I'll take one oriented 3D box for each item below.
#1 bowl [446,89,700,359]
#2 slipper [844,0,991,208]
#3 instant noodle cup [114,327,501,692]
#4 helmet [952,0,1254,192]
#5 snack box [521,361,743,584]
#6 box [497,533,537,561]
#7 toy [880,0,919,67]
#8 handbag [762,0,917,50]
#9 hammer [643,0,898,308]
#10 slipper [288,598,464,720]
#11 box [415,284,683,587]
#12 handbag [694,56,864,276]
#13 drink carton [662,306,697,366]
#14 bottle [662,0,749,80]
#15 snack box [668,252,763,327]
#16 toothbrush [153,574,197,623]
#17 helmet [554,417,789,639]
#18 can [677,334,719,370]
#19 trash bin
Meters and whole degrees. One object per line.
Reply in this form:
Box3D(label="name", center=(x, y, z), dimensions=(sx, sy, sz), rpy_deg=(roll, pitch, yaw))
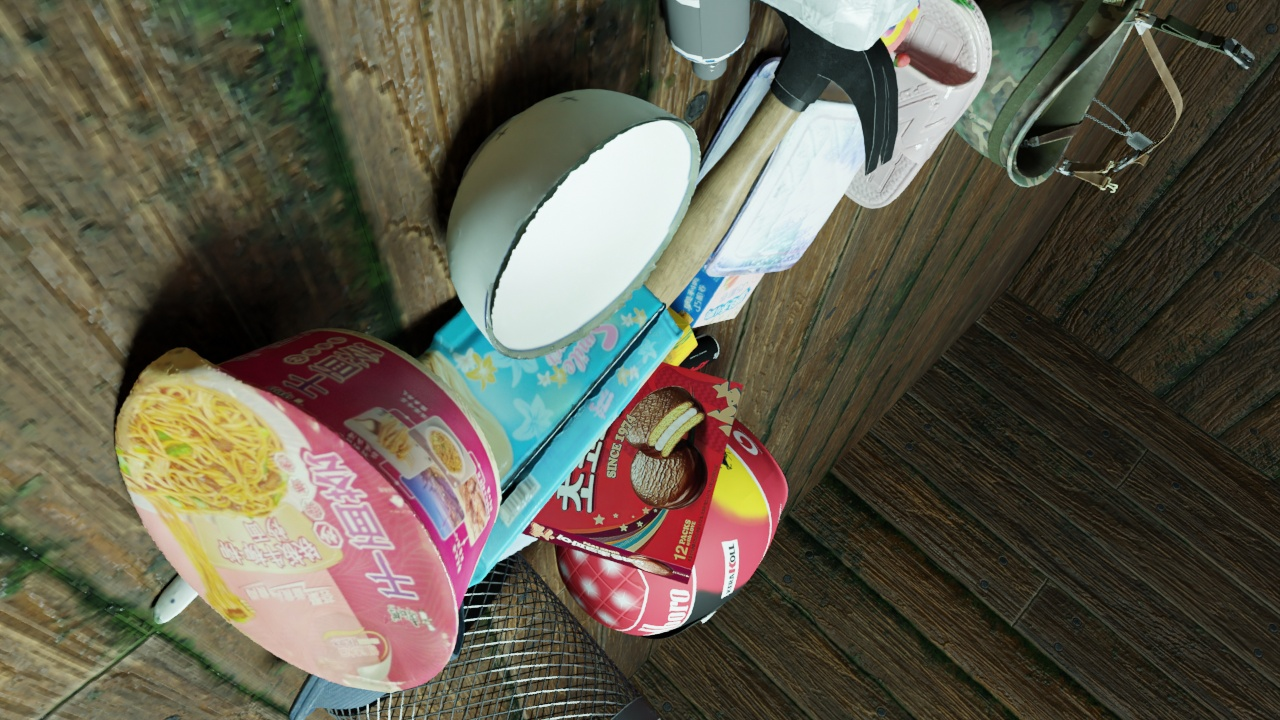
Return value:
Box3D(label="bowl", center=(-0.044, -0.080, 0.489), dimensions=(0.153, 0.073, 0.154), rpy_deg=(-42, 161, -18))
Box3D(label="slipper", center=(0.218, -0.209, 0.788), dimensions=(0.064, 0.094, 0.240), rpy_deg=(-45, 165, -27))
Box3D(label="instant noodle cup", center=(-0.142, 0.061, 0.427), dimensions=(0.077, 0.178, 0.179), rpy_deg=(-52, 170, -50))
Box3D(label="helmet", center=(0.412, -0.267, 0.871), dimensions=(0.224, 0.236, 0.193), rpy_deg=(-31, 152, -16))
Box3D(label="snack box", center=(-0.007, 0.072, 0.687), dimensions=(0.036, 0.133, 0.151), rpy_deg=(95, 12, -60))
Box3D(label="box", center=(-0.046, 0.094, 0.781), dimensions=(0.209, 0.047, 0.122), rpy_deg=(-29, -176, 3))
Box3D(label="toy", center=(0.181, -0.264, 0.671), dimensions=(0.084, 0.046, 0.104), rpy_deg=(-14, 136, -23))
Box3D(label="handbag", center=(0.112, -0.251, 0.448), dimensions=(0.123, 0.112, 0.172), rpy_deg=(-47, 162, -26))
Box3D(label="hammer", center=(0.053, -0.102, 0.629), dimensions=(0.040, 0.132, 0.306), rpy_deg=(-35, 166, -46))
Box3D(label="slipper", center=(-0.154, 0.173, 0.682), dimensions=(0.264, 0.082, 0.101), rpy_deg=(-50, -170, 5))
Box3D(label="box", center=(-0.085, 0.014, 0.568), dimensions=(0.097, 0.117, 0.226), rpy_deg=(-5, -144, 47))
Box3D(label="handbag", center=(0.107, -0.142, 0.690), dimensions=(0.126, 0.069, 0.159), rpy_deg=(-8, 138, -40))
Box3D(label="drink carton", center=(-0.005, 0.005, 0.793), dimensions=(0.122, 0.041, 0.058), rpy_deg=(-46, 161, -4))
Box3D(label="bottle", center=(0.035, -0.192, 0.486), dimensions=(0.047, 0.047, 0.112), rpy_deg=(-45, 162, -11))
Box3D(label="snack box", center=(0.092, -0.101, 0.815), dimensions=(0.087, 0.033, 0.154), rpy_deg=(-16, 143, -56))
Box3D(label="toothbrush", center=(-0.209, 0.078, 0.524), dimensions=(0.189, 0.016, 0.017), rpy_deg=(-47, 171, -4))
Box3D(label="helmet", center=(0.019, 0.173, 0.939), dimensions=(0.224, 0.197, 0.272), rpy_deg=(-33, 164, -39))
Box3D(label="can", center=(0.045, -0.003, 0.901), dimensions=(0.080, 0.031, 0.032), rpy_deg=(-23, 149, -52))
Box3D(label="trash bin", center=(-0.129, 0.300, 0.805), dimensions=(0.217, 0.227, 0.218), rpy_deg=(-42, 160, -19))
